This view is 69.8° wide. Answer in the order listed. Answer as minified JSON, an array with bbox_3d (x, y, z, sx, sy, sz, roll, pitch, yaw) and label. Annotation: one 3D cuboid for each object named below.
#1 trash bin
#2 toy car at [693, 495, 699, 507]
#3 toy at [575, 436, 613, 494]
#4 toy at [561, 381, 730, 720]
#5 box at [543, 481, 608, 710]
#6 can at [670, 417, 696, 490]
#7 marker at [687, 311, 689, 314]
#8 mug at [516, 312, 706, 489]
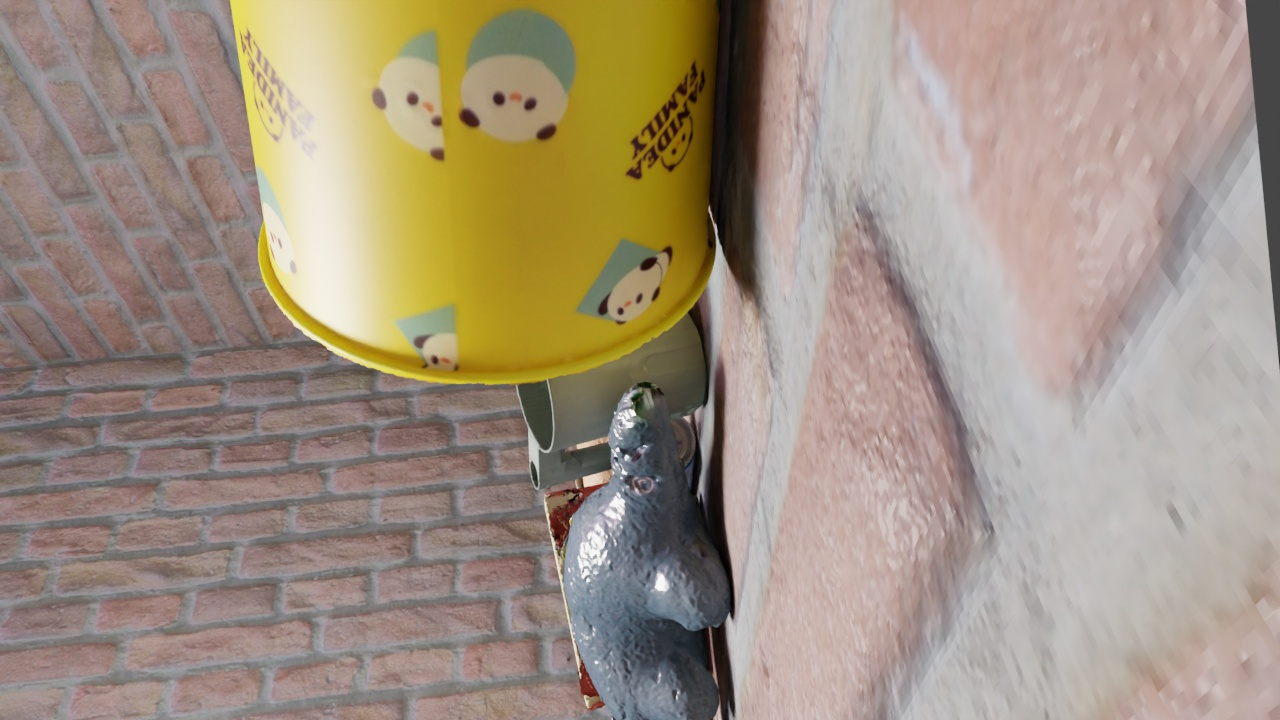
[{"bbox_3d":[-0.065,-0.159,0.387,0.229,0.229,0.256,-99,11,-46],"label":"trash bin"},{"bbox_3d":[0.030,0.136,0.688,0.091,0.034,0.042,93,174,-54],"label":"toy car"},{"bbox_3d":[-0.022,0.055,0.904,0.225,0.082,0.143,-99,-17,-46],"label":"toy"},{"bbox_3d":[0.003,0.162,0.610,0.138,0.091,0.357,-140,41,-57],"label":"toy"},{"bbox_3d":[-0.040,0.185,0.731,0.091,0.077,0.168,121,137,-78],"label":"box"},{"bbox_3d":[0.013,0.092,0.708,0.135,0.053,0.053,90,174,-59],"label":"can"},{"bbox_3d":[0.020,-0.081,0.625,0.022,0.020,0.132,-170,75,-76],"label":"marker"},{"bbox_3d":[-0.022,0.023,0.595,0.083,0.103,0.124,-126,31,-47],"label":"mug"}]
